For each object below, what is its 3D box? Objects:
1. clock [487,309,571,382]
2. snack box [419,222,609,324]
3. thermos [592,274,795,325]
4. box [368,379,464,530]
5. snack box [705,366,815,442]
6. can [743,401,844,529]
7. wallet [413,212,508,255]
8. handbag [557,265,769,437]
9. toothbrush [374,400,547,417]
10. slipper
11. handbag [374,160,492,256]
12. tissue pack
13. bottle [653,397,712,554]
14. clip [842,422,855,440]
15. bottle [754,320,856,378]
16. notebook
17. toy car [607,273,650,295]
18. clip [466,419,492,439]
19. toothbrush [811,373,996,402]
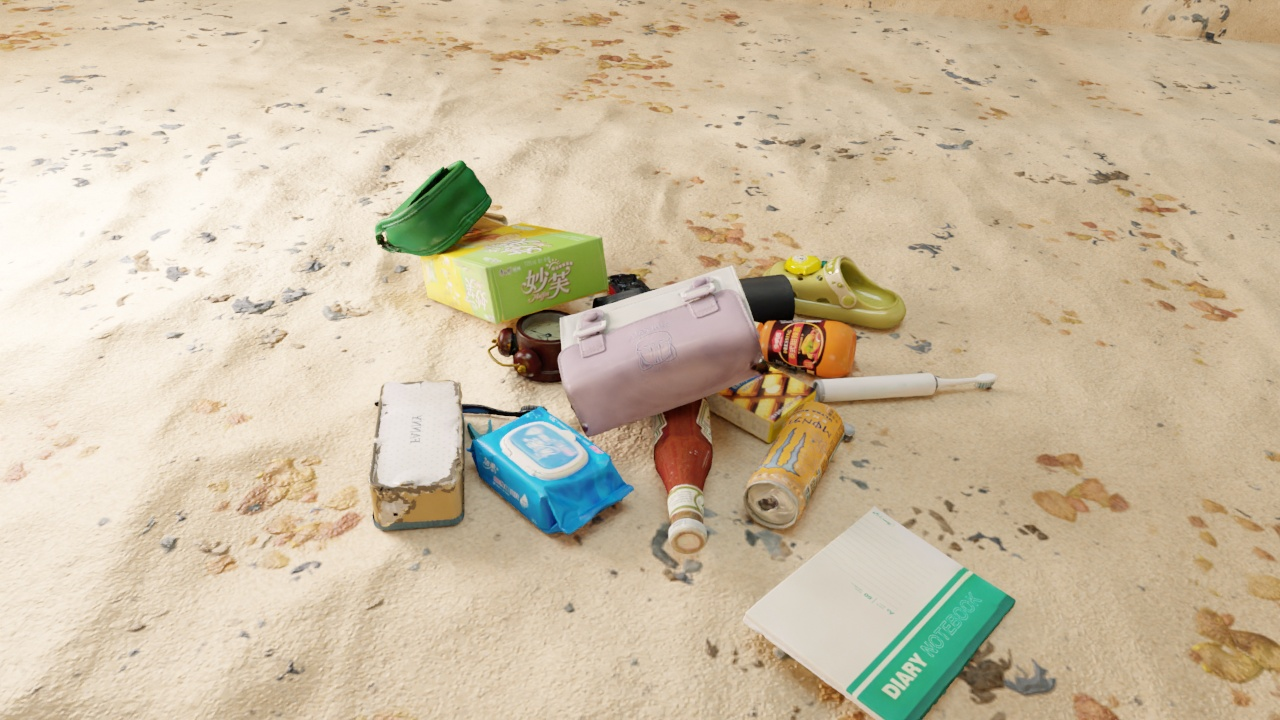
[{"bbox_3d":[-0.116,-0.014,1.051,0.121,0.055,0.082,-17,40,-30],"label":"clock"},{"bbox_3d":[-0.159,-0.113,1.131,0.157,0.070,0.210,-20,22,-30],"label":"snack box"},{"bbox_3d":[0.067,-0.064,1.114,0.242,0.090,0.068,-7,68,-15],"label":"thermos"},{"bbox_3d":[-0.217,0.083,0.901,0.089,0.060,0.184,-1,33,-7],"label":"box"},{"bbox_3d":[0.114,0.032,1.025,0.140,0.034,0.086,27,40,33],"label":"snack box"},{"bbox_3d":[0.153,0.100,0.905,0.058,0.058,0.145,18,37,21],"label":"can"},{"bbox_3d":[-0.242,-0.167,1.218,0.115,0.024,0.087,-22,-2,16],"label":"wallet"},{"bbox_3d":[0.020,-0.013,0.937,0.197,0.098,0.144,-18,33,5],"label":"handbag"},{"bbox_3d":[-0.192,0.051,0.988,0.189,0.014,0.016,3,33,2],"label":"toothbrush"},{"bbox_3d":[0.254,-0.101,1.191,0.191,0.082,0.091,17,34,14],"label":"slipper"},{"bbox_3d":[-0.258,-0.185,1.145,0.120,0.068,0.131,-8,37,45],"label":"handbag"},{"bbox_3d":[-0.089,0.103,0.884,0.094,0.052,0.157,-27,44,-36],"label":"tissue pack"},{"bbox_3d":[0.043,0.102,0.893,0.060,0.060,0.205,2,35,-2],"label":"bottle"},{"bbox_3d":[0.204,0.070,0.989,0.058,0.045,0.027,25,36,14],"label":"clip"},{"bbox_3d":[0.176,-0.020,1.085,0.150,0.067,0.066,9,34,21],"label":"bottle"},{"bbox_3d":[0.206,0.209,0.771,0.150,0.012,0.208,32,38,31],"label":"notebook"},{"bbox_3d":[-0.014,-0.087,1.188,0.049,0.031,0.106,-8,28,-17],"label":"toy car"},{"bbox_3d":[-0.161,0.081,0.947,0.039,0.014,0.055,-10,37,-17],"label":"clip"},{"bbox_3d":[0.305,0.028,1.051,0.221,0.026,0.026,-3,46,-10],"label":"toothbrush"}]
